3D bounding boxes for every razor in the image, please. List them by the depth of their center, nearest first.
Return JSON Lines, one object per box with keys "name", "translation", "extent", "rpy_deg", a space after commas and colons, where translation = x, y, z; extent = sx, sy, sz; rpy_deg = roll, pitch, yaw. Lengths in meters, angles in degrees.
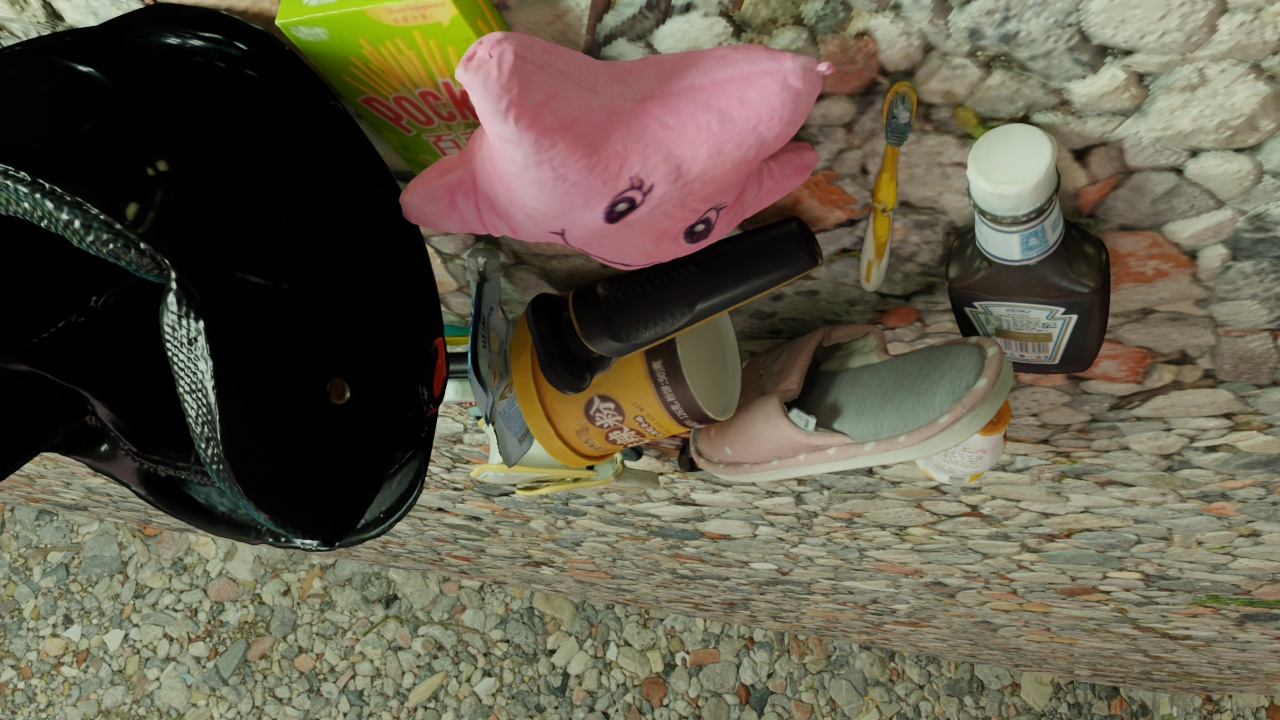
{"name": "razor", "translation": [0.020, -0.035, 0.509], "extent": [0.167, 0.062, 0.067], "rpy_deg": [-22, 162, 8]}
{"name": "razor", "translation": [-0.181, -0.029, 0.703], "extent": [0.132, 0.028, 0.043], "rpy_deg": [13, 155, -18]}

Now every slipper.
{"name": "slipper", "translation": [0.110, 0.022, 0.588], "extent": [0.054, 0.114, 0.275], "rpy_deg": [49, 155, -15]}

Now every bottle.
{"name": "bottle", "translation": [0.197, -0.049, 0.472], "extent": [0.080, 0.044, 0.195], "rpy_deg": [5, 159, 28]}
{"name": "bottle", "translation": [0.246, 0.055, 0.695], "extent": [0.063, 0.063, 0.108], "rpy_deg": [7, 160, 5]}

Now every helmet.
{"name": "helmet", "translation": [-0.206, -0.019, 0.422], "extent": [0.234, 0.229, 0.275], "rpy_deg": [0, 147, 15]}

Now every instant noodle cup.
{"name": "instant noodle cup", "translation": [-0.004, 0.004, 0.600], "extent": [0.115, 0.118, 0.118], "rpy_deg": [-13, 151, 29]}

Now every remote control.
{"name": "remote control", "translation": [-0.112, 0.028, 0.774], "extent": [0.135, 0.020, 0.056], "rpy_deg": [3, 175, -40]}

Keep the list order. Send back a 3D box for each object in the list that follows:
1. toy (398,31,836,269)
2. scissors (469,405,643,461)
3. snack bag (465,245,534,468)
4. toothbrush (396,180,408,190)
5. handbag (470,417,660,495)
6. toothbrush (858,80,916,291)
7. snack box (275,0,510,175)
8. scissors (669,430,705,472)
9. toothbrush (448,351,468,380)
{"name": "toy", "translation": [-0.003, -0.088, 0.386], "extent": [0.179, 0.074, 0.194], "rpy_deg": [-22, 161, 37]}
{"name": "scissors", "translation": [-0.090, 0.066, 0.888], "extent": [0.171, 0.019, 0.170], "rpy_deg": [22, 167, -29]}
{"name": "snack bag", "translation": [-0.098, 0.004, 0.635], "extent": [0.039, 0.110, 0.191], "rpy_deg": [4, 160, 1]}
{"name": "toothbrush", "translation": [-0.141, -0.095, 0.523], "extent": [0.180, 0.016, 0.016], "rpy_deg": [12, 157, -9]}
{"name": "handbag", "translation": [-0.062, 0.099, 0.829], "extent": [0.178, 0.063, 0.163], "rpy_deg": [15, 168, -12]}
{"name": "toothbrush", "translation": [0.123, -0.076, 0.466], "extent": [0.016, 0.018, 0.191], "rpy_deg": [6, 159, 12]}
{"name": "snack box", "translation": [-0.085, -0.118, 0.429], "extent": [0.086, 0.026, 0.156], "rpy_deg": [0, 157, 20]}
{"name": "scissors", "translation": [0.030, 0.073, 0.888], "extent": [0.228, 0.021, 0.221], "rpy_deg": [0, 158, 24]}
{"name": "toothbrush", "translation": [-0.118, 0.005, 0.762], "extent": [0.213, 0.026, 0.027], "rpy_deg": [-2, 132, 24]}
